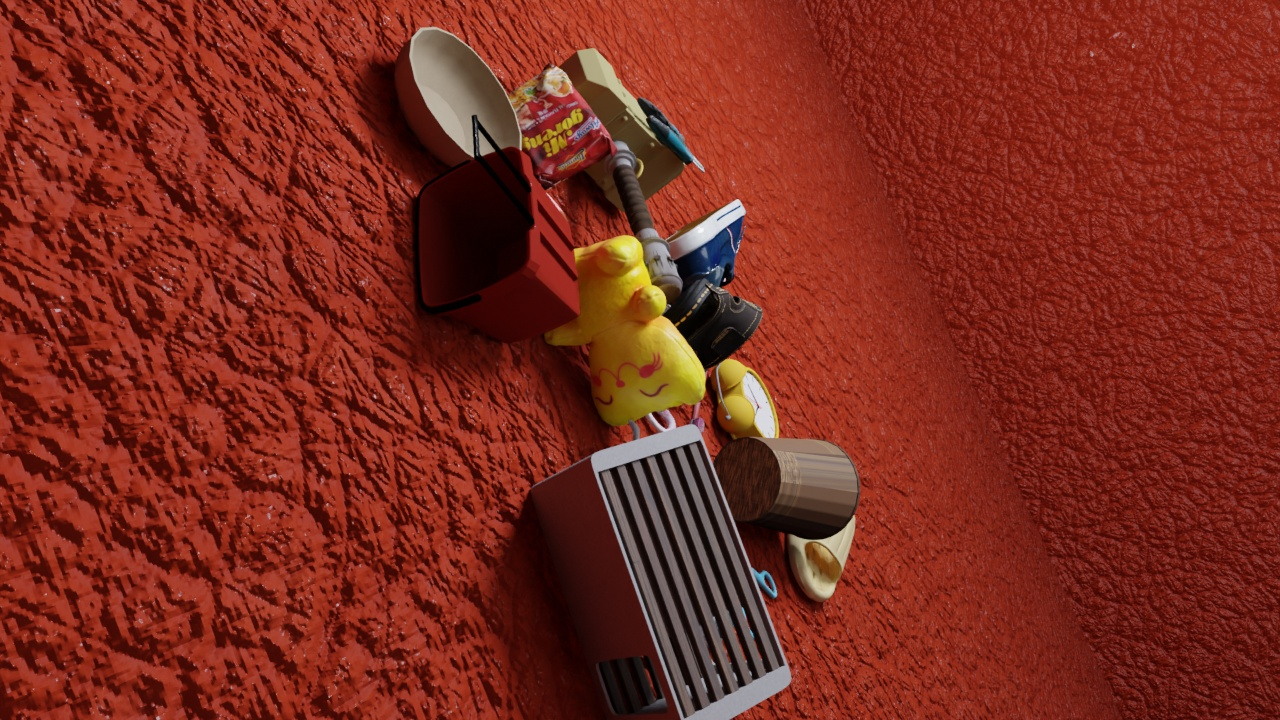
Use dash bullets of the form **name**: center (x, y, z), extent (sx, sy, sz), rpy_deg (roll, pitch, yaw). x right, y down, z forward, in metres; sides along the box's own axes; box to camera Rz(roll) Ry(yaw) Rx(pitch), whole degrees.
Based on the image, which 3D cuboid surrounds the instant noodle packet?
- **instant noodle packet**: center (-0.096, -0.253, 0.992), extent (0.135, 0.098, 0.040), rpy_deg (57, -8, 24)

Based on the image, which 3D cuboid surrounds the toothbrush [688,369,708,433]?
- **toothbrush**: center (0.081, 0.032, 1.185), extent (0.016, 0.016, 0.189), rpy_deg (51, 30, -25)

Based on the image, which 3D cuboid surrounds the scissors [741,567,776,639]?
- **scissors**: center (0.134, 0.264, 1.092), extent (0.133, 0.015, 0.135), rpy_deg (26, 52, -53)

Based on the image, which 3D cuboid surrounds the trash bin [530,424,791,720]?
- **trash bin**: center (0.013, 0.188, 0.784), extent (0.114, 0.115, 0.228), rpy_deg (-13, 78, -36)

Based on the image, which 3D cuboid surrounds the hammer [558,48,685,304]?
- **hammer**: center (-0.011, -0.189, 1.046), extent (0.190, 0.101, 0.324), rpy_deg (35, 29, -44)

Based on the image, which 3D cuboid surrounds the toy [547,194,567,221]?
- **toy**: center (-0.114, -0.150, 0.951), extent (0.110, 0.051, 0.089), rpy_deg (52, 25, -20)

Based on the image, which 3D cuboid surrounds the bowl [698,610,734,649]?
- **bowl**: center (0.072, 0.238, 0.952), extent (0.114, 0.061, 0.114), rpy_deg (41, 36, -40)

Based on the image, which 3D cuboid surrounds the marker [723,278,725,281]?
- **marker**: center (0.107, -0.095, 1.342), extent (0.013, 0.013, 0.141), rpy_deg (57, 28, -15)

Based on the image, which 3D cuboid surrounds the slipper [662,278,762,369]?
- **slipper**: center (0.082, -0.036, 1.065), extent (0.076, 0.113, 0.267), rpy_deg (45, 10, 13)

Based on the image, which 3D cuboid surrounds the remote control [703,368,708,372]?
- **remote control**: center (0.052, 0.010, 1.132), extent (0.047, 0.022, 0.150), rpy_deg (58, 23, -2)

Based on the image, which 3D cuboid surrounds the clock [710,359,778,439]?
- **clock**: center (0.139, 0.060, 1.230), extent (0.152, 0.052, 0.113), rpy_deg (37, 38, -49)

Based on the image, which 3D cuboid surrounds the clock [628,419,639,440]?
- **clock**: center (-0.010, 0.130, 0.914), extent (0.094, 0.043, 0.119), rpy_deg (51, 30, -24)

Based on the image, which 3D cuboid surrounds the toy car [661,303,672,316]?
- **toy car**: center (0.024, -0.070, 1.145), extent (0.040, 0.037, 0.092), rpy_deg (33, 41, -46)

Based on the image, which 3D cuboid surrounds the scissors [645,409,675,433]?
- **scissors**: center (-0.011, 0.018, 1.036), extent (0.179, 0.016, 0.102), rpy_deg (44, 32, -37)

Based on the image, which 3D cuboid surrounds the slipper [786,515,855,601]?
- **slipper**: center (0.262, 0.220, 1.287), extent (0.111, 0.079, 0.260), rpy_deg (53, 29, -29)

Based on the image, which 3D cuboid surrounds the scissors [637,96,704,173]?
- **scissors**: center (0.039, -0.273, 1.111), extent (0.142, 0.019, 0.127), rpy_deg (53, 19, -13)

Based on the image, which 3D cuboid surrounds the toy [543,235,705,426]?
- **toy**: center (-0.021, -0.032, 0.930), extent (0.194, 0.135, 0.087), rpy_deg (64, 29, -13)

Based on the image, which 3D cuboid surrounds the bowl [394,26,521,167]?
- **bowl**: center (-0.186, -0.246, 0.903), extent (0.152, 0.051, 0.152), rpy_deg (41, 36, -39)

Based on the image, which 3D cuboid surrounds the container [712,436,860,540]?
- **container**: center (0.175, 0.154, 1.141), extent (0.167, 0.132, 0.132), rpy_deg (15, 54, -49)

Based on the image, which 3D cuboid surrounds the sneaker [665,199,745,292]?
- **sneaker**: center (0.099, -0.136, 1.259), extent (0.127, 0.121, 0.293), rpy_deg (60, 20, -10)

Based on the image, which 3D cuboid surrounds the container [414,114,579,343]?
- **container**: center (-0.138, -0.113, 0.796), extent (0.201, 0.127, 0.148), rpy_deg (42, 35, -55)
